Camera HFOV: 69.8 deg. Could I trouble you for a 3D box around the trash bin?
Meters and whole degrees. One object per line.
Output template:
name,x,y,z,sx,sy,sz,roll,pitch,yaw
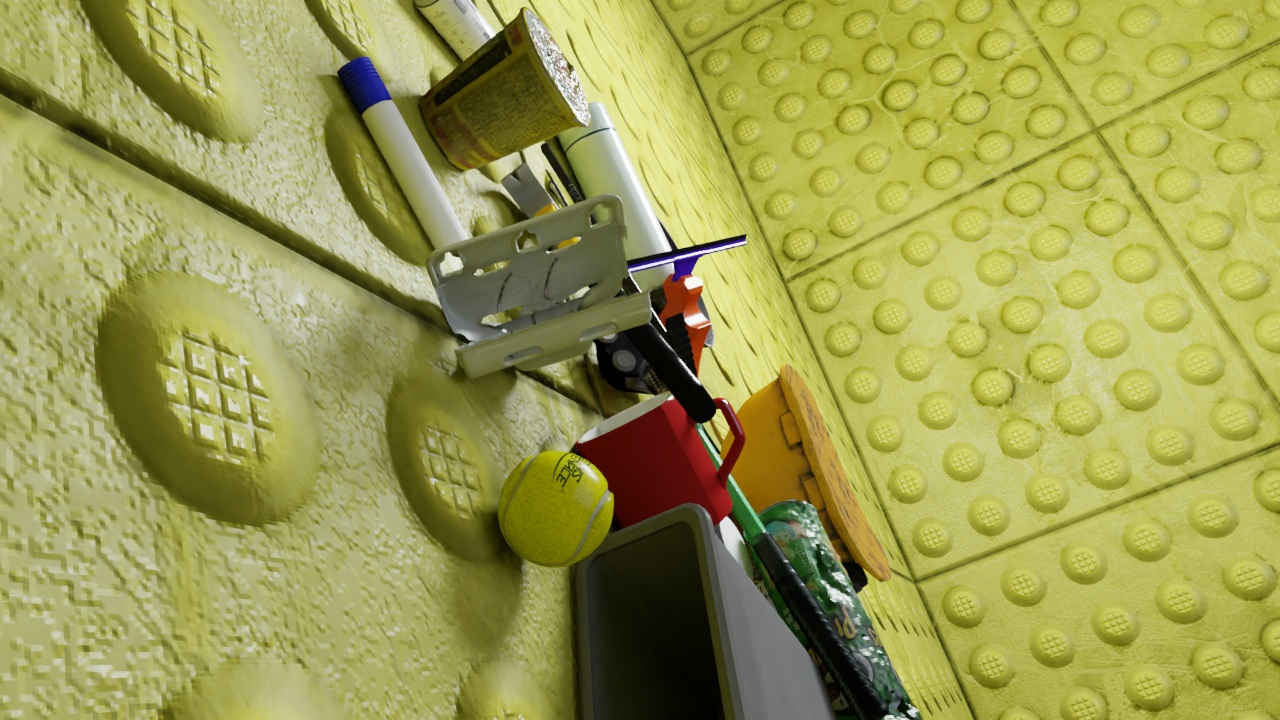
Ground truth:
trash bin,0.056,0.234,0.578,0.220,0.098,0.191,54,18,-37

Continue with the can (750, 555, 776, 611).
can,0.135,0.246,0.888,0.064,0.064,0.127,56,17,-29

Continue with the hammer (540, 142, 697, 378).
hammer,-0.029,-0.102,0.789,0.095,0.015,0.324,78,-15,-50

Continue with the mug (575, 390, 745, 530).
mug,0.025,0.077,0.688,0.096,0.116,0.080,63,10,-4

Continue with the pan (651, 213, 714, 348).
pan,-0.003,-0.166,1.156,0.357,0.040,0.207,58,16,-17

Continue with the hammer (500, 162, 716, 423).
hammer,-0.031,-0.060,0.704,0.127,0.029,0.323,52,0,-43

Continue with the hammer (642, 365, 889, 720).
hammer,0.098,0.145,0.745,0.318,0.032,0.130,58,-3,31

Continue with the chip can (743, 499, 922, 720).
chip can,0.157,0.222,0.769,0.075,0.075,0.223,47,16,-48

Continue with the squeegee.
squeegee,0.048,-0.032,1.000,0.248,0.055,0.185,-21,110,-52

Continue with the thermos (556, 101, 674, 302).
thermos,-0.025,-0.179,1.044,0.230,0.068,0.067,66,15,5

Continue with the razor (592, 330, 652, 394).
razor,-0.005,0.005,0.837,0.057,0.060,0.156,57,-2,18

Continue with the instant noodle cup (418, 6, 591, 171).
instant noodle cup,-0.107,-0.202,0.714,0.102,0.108,0.102,56,16,-27

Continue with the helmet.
helmet,0.161,0.143,1.013,0.255,0.131,0.205,65,15,-1

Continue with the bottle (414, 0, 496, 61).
bottle,-0.155,-0.296,0.840,0.116,0.041,0.041,45,24,-51

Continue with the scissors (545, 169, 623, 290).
scissors,-0.040,-0.094,0.915,0.199,0.015,0.179,60,0,30

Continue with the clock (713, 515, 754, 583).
clock,0.068,0.172,0.820,0.123,0.044,0.091,60,15,-16

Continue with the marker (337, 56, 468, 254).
marker,-0.155,-0.133,0.605,0.133,0.023,0.027,62,-6,-8

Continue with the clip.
clip,-0.059,-0.025,0.587,0.151,0.126,0.110,83,-13,-50

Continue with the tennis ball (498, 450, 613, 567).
tennis ball,-0.048,0.084,0.525,0.065,0.065,0.065,56,17,-27
